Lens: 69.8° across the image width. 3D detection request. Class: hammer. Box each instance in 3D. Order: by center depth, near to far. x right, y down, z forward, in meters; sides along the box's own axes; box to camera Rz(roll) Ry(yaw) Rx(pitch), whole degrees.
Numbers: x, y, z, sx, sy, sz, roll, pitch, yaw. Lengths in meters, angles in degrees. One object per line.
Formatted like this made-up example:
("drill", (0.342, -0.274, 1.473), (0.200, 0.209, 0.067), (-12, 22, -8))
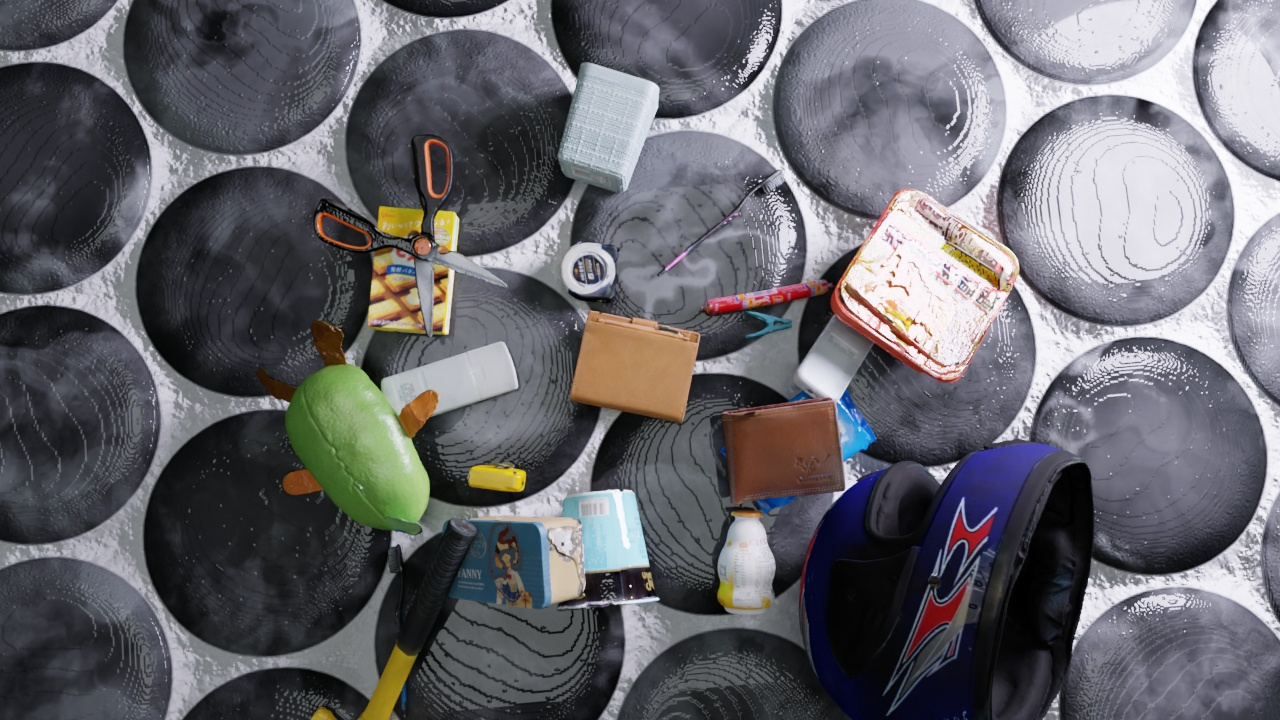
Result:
("hammer", (-0.243, 0.301, 0.966), (0.129, 0.032, 0.301), (26, 102, 1))

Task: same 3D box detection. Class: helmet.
("helmet", (0.285, 0.218, 0.910), (0.241, 0.247, 0.315), (14, 90, 44))

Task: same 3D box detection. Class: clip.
("clip", (0.146, -0.041, 1.047), (0.054, 0.013, 0.034), (1, 86, 2))

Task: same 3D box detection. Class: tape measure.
("tape measure", (-0.154, 0.126, 1.007), (0.060, 0.057, 0.029), (7, 87, 5))
("tape measure", (-0.059, -0.100, 1.040), (0.066, 0.033, 0.065), (6, 83, -2))

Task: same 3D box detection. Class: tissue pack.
("tissue pack", (0.175, 0.090, 1.016), (0.157, 0.052, 0.095), (-34, 88, -3))

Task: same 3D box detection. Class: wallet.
("wallet", (0.151, 0.097, 0.968), (0.124, 0.032, 0.101), (-8, 95, 8))
("wallet", (-0.006, 0.006, 1.032), (0.132, 0.031, 0.108), (11, 88, 0))

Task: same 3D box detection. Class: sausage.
("sausage", (0.145, -0.072, 1.045), (0.156, 0.020, 0.020), (-10, 85, -1))

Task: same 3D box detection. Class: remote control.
("remote control", (0.218, -0.008, 1.013), (0.056, 0.020, 0.135), (36, 56, 4))
("remote control", (-0.215, 0.027, 1.033), (0.150, 0.021, 0.058), (-17, 86, -2))

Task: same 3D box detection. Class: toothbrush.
("toothbrush", (-0.267, 0.298, 1.013), (0.016, 0.014, 0.189), (-4, 86, 0))
("toothbrush", (0.093, -0.156, 1.056), (0.189, 0.014, 0.018), (-41, 99, -3))

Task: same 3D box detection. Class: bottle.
("bottle", (0.116, 0.219, 0.999), (0.063, 0.063, 0.108), (2, 85, -1))

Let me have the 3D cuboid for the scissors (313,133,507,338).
("scissors", (-0.251, -0.143, 1.018), (0.234, 0.022, 0.221), (14, 89, 0))

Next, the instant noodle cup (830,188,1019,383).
("instant noodle cup", (0.304, -0.075, 1.007), (0.164, 0.079, 0.188), (35, 70, 3))

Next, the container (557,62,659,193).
("container", (-0.038, -0.256, 1.027), (0.090, 0.090, 0.111), (17, 88, 1))

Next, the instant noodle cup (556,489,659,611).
("instant noodle cup", (-0.040, 0.202, 0.985), (0.111, 0.111, 0.120), (-5, 76, -1))

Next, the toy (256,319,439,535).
("toy", (-0.311, 0.084, 0.992), (0.227, 0.089, 0.246), (-30, 93, 23))

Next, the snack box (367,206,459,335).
("snack box", (-0.256, -0.101, 1.038), (0.087, 0.034, 0.140), (5, 83, -1))

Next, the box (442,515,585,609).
("box", (-0.138, 0.206, 0.958), (0.185, 0.061, 0.089), (-10, 82, 41))
